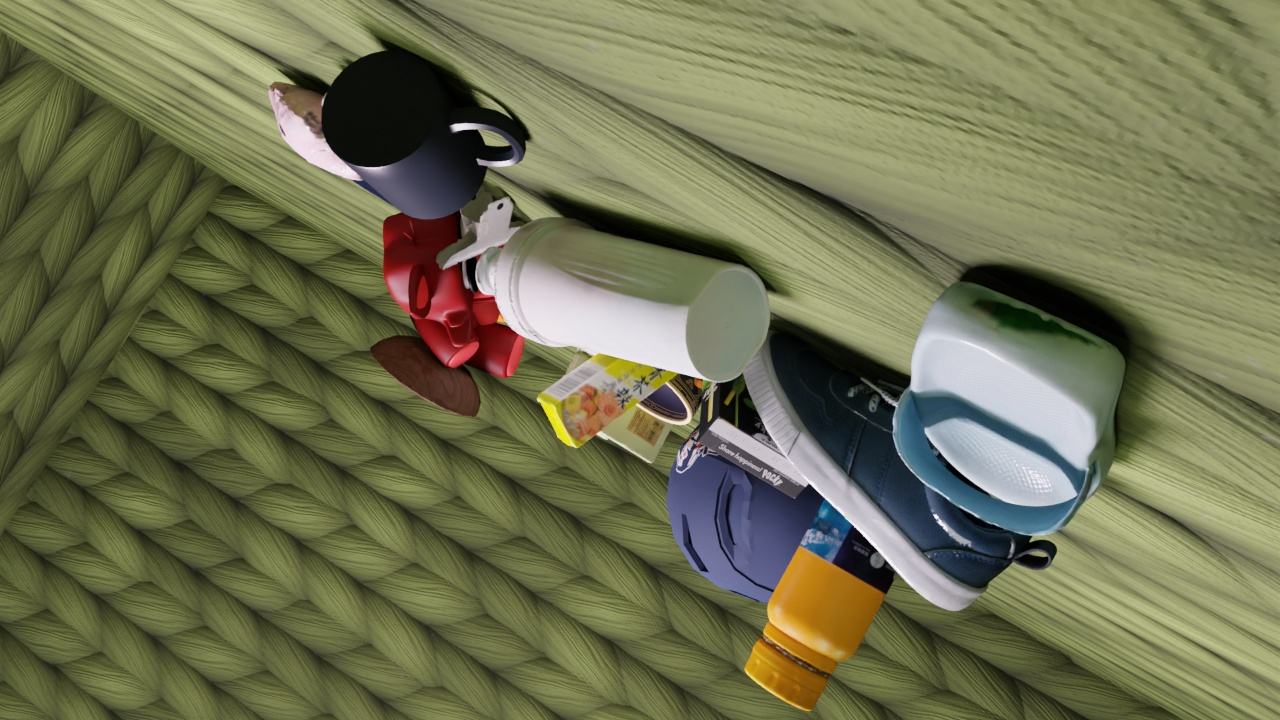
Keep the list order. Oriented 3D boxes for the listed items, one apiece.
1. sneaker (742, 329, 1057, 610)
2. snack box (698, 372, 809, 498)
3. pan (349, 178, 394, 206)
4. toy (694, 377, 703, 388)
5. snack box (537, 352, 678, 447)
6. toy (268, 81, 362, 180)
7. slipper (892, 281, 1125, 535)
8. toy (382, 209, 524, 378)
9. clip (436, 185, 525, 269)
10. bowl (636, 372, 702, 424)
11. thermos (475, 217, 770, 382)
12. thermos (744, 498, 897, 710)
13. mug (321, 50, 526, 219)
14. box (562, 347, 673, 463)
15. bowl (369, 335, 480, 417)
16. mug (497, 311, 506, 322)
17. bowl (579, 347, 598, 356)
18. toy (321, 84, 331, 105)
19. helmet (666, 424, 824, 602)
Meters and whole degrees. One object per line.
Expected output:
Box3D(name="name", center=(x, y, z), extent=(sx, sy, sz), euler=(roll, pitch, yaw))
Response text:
Box3D(name="sneaker", center=(0.163, 0.055, 0.607), extent=(0.235, 0.088, 0.089), euler=(49, -151, 17))
Box3D(name="snack box", center=(0.086, 0.031, 0.682), extent=(0.080, 0.025, 0.147), euler=(31, -153, -10))
Box3D(name="pan", center=(-0.227, -0.159, 1.024), extent=(0.356, 0.021, 0.199), euler=(33, 174, -33))
Box3D(name="toy", center=(0.094, 0.031, 0.793), extent=(0.087, 0.067, 0.112), euler=(-4, -153, -17))
Box3D(name="snack box", center=(-0.004, 0.004, 0.669), extent=(0.029, 0.147, 0.040), euler=(23, 144, 55))
Box3D(name="toy", center=(-0.275, -0.199, 0.768), extent=(0.096, 0.052, 0.099), euler=(41, 176, 22))
Box3D(name="slipper", center=(0.170, 0.036, 0.444), extent=(0.104, 0.074, 0.245), euler=(28, 173, 27))
Box3D(name="toy", center=(-0.167, -0.078, 0.825), extent=(0.120, 0.158, 0.197), euler=(-5, 161, 4))
Box3D(name="clip", center=(-0.123, -0.113, 0.751), extent=(0.040, 0.101, 0.054), euler=(24, 128, 32))
Box3D(name="bowl", center=(0.023, 0.009, 0.966), extent=(0.112, 0.061, 0.113), euler=(32, 158, 14))
Box3D(name="thermos", center=(-0.015, -0.042, 0.625), extent=(0.221, 0.099, 0.099), euler=(19, 168, 47))
Box3D(name="thermos", center=(0.165, 0.158, 0.728), extent=(0.076, 0.232, 0.091), euler=(27, 175, 23))
Box3D(name="mug", center=(-0.120, -0.130, 0.538), extent=(0.105, 0.071, 0.077), euler=(2, 168, 11))
Box3D(name="box", center=(-0.018, 0.027, 1.071), extent=(0.047, 0.140, 0.187), euler=(1, 154, 42))
Box3D(name="bowl", center=(-0.196, 0.008, 0.866), extent=(0.118, 0.030, 0.118), euler=(35, -175, -4))
Box3D(name="mug", center=(-0.181, -0.098, 0.991), extent=(0.096, 0.077, 0.113), euler=(8, 134, 25))
Box3D(name="bowl", center=(-0.042, -0.045, 0.833), extent=(0.117, 0.067, 0.117), euler=(30, 174, 3))
Box3D(name="toy", center=(-0.194, -0.166, 0.657), extent=(0.063, 0.047, 0.110), euler=(39, 177, -2))
Box3D(name="helmet", center=(0.131, 0.132, 0.990), extent=(0.272, 0.223, 0.232), euler=(68, 167, -9))
